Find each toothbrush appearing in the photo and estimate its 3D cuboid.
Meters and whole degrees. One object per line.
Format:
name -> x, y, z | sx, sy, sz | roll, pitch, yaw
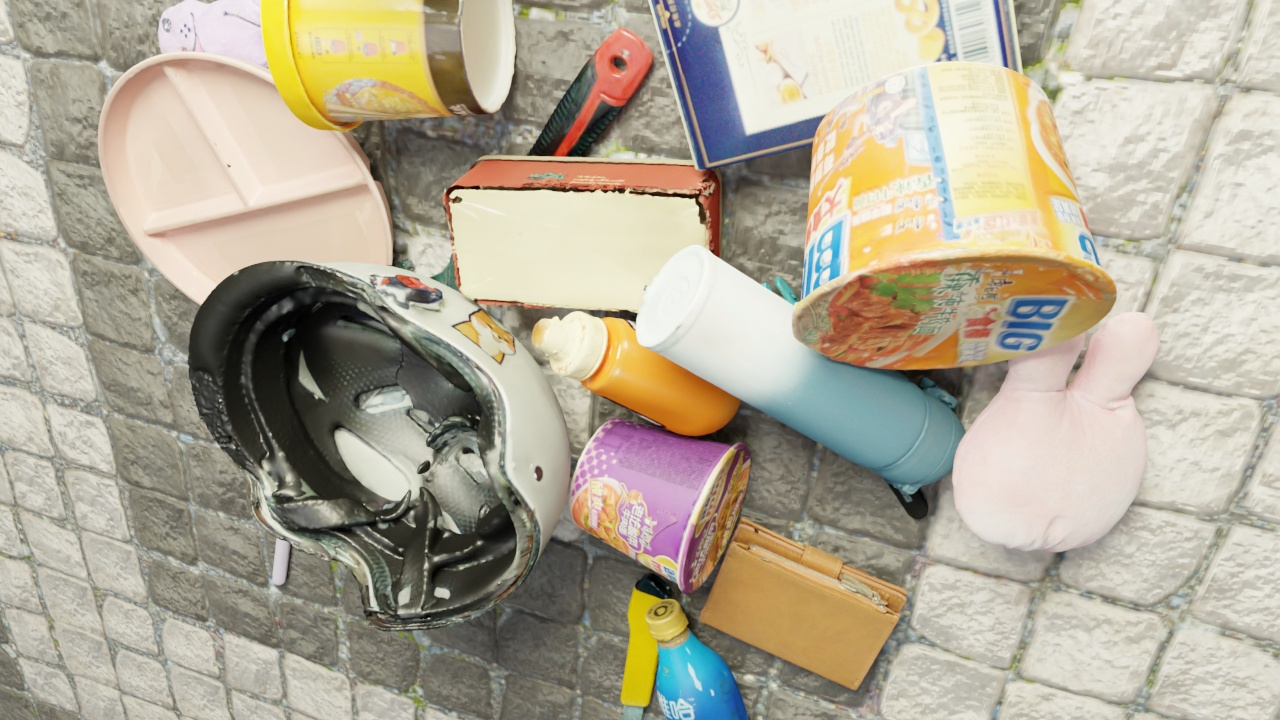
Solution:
toothbrush -> -0.330, 0.142, 0.847 | 0.021, 0.029, 0.190 | 2, 125, -23

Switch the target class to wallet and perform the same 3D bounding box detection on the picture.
wallet -> 0.118, 0.184, 0.688 | 0.132, 0.031, 0.108 | 21, 124, 9

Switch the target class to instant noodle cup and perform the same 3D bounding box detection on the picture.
instant noodle cup -> 0.011, 0.095, 0.644 | 0.099, 0.111, 0.112 | 18, 121, 21
instant noodle cup -> -0.143, -0.197, 0.550 | 0.114, 0.118, 0.119 | 4, 117, 11
instant noodle cup -> 0.151, -0.071, 0.469 | 0.152, 0.151, 0.111 | -8, 68, 24

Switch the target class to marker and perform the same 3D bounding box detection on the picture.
marker -> 0.159, 0.059, 0.617 | 0.018, 0.015, 0.124 | -26, 105, 33

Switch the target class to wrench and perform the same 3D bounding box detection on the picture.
wrench -> -0.085, -0.114, 0.623 | 0.056, 0.016, 0.274 | 44, 123, -10

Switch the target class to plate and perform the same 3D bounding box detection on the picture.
plate -> -0.284, -0.114, 0.672 | 0.230, 0.028, 0.230 | 8, 128, 11

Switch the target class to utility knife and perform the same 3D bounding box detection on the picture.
utility knife -> 0.000, 0.248, 0.775 | 0.033, 0.015, 0.181 | 19, 121, 17

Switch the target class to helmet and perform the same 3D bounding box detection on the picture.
helmet -> -0.159, 0.039, 0.644 | 0.274, 0.156, 0.231 | 41, 120, 7

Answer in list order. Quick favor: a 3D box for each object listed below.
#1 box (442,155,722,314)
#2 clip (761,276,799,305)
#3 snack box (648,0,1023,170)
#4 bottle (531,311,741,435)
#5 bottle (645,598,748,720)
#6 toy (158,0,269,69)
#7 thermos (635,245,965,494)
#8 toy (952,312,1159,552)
box -> -0.036, -0.074, 0.577 | 0.168, 0.075, 0.091 | 4, 122, 13
clip -> 0.098, -0.029, 0.597 | 0.048, 0.014, 0.057 | -25, 104, 32
snack box -> 0.095, -0.209, 0.488 | 0.183, 0.045, 0.178 | -8, 112, 24
bottle -> -0.003, 0.003, 0.584 | 0.149, 0.066, 0.067 | 19, 130, -34
bottle -> 0.056, 0.290, 0.746 | 0.065, 0.065, 0.219 | -12, 110, 26
toy -> -0.285, -0.217, 0.635 | 0.108, 0.038, 0.084 | 0, 124, 20
thermos -> 0.103, 0.010, 0.544 | 0.220, 0.070, 0.070 | 28, 126, -24
toy -> 0.249, 0.044, 0.542 | 0.121, 0.054, 0.160 | 1, 115, -11
